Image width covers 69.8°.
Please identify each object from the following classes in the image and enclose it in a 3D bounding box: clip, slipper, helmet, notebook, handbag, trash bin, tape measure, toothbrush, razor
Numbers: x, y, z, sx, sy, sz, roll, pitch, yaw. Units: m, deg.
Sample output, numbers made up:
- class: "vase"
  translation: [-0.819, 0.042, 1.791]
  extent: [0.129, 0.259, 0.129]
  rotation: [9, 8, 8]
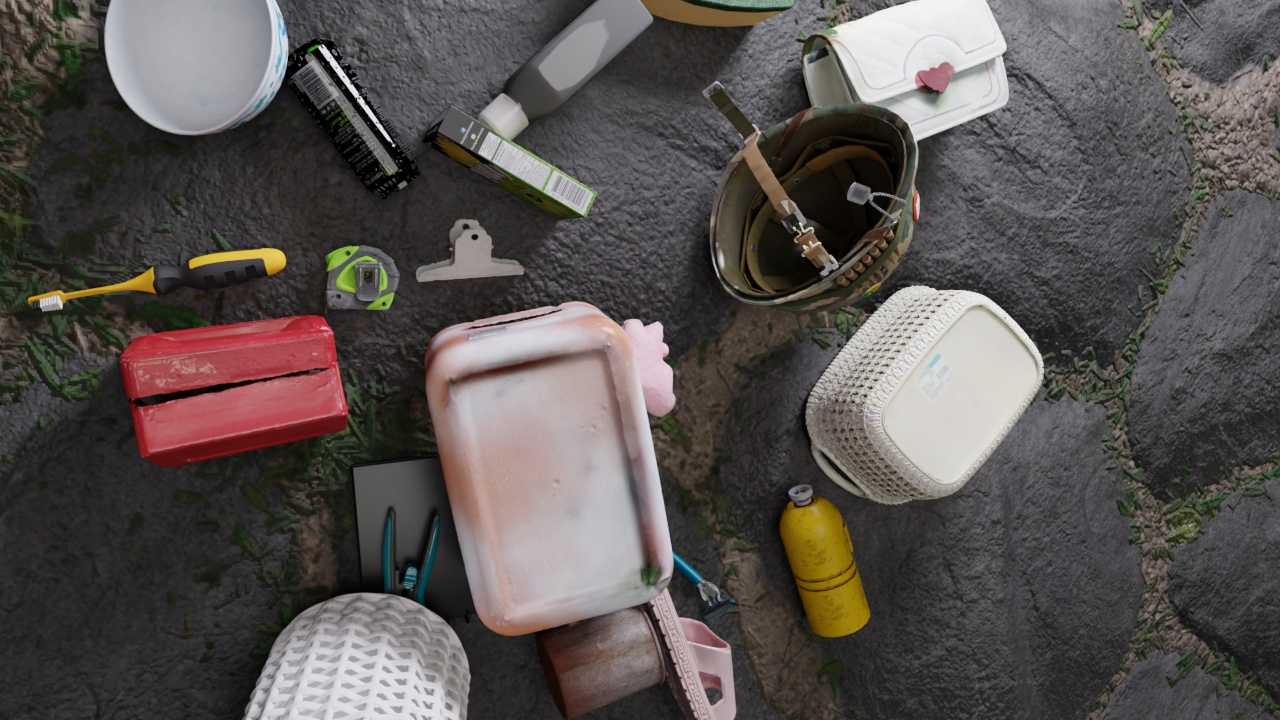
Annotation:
- class: "clip"
  translation: [-0.160, -0.104, 0.859]
  extent: [0.101, 0.040, 0.054]
  rotation: [-6, 119, -22]
- class: "slipper"
  translation: [0.054, 0.299, 0.954]
  extent: [0.064, 0.094, 0.239]
  rotation: [-24, 99, -14]
- class: "helmet"
  translation: [0.162, -0.148, 0.877]
  extent: [0.235, 0.192, 0.225]
  rotation: [9, 137, -39]
- class: "notebook"
  translation: [-0.155, 0.170, 0.893]
  extent: [0.231, 0.019, 0.169]
  rotation: [-5, 97, -22]
- class: "handbag"
  translation: [0.283, -0.304, 0.972]
  extent: [0.198, 0.096, 0.142]
  rotation: [-24, 104, -16]
- class: "trash bin"
  translation: [-0.081, 0.091, 0.807]
  extent: [0.181, 0.157, 0.260]
  rotation: [-12, 100, -10]
- class: "tape measure"
  translation: [-0.248, -0.073, 0.815]
  extent: [0.065, 0.036, 0.059]
  rotation: [-4, 97, -21]
- class: "toothbrush"
  translation: [-0.397, -0.067, 0.761]
  extent: [0.196, 0.031, 0.030]
  rotation: [-13, 56, -16]
- class: "razor"
  translation: [0.044, 0.221, 0.980]
  extent: [0.042, 0.022, 0.144]
  rotation: [-36, 108, 24]

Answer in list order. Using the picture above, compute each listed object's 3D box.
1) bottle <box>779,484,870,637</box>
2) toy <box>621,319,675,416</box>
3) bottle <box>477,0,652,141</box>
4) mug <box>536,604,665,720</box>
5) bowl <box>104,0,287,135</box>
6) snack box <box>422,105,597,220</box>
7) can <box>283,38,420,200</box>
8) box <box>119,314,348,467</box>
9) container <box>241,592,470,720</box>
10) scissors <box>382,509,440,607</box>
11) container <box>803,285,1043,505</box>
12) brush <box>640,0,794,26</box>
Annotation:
- class: "bottle"
  translation: [0.200, 0.215, 1.015]
  extent: [0.071, 0.071, 0.164]
  rotation: [-24, 105, -18]
- class: "toy"
  translation: [-0.005, 0.005, 0.913]
  extent: [0.099, 0.053, 0.096]
  rotation: [9, 101, -16]
- class: "bottle"
  translation: [-0.075, -0.266, 0.838]
  extent: [0.173, 0.084, 0.046]
  rotation: [-45, 110, -10]
- class: "mug"
  translation: [-0.045, 0.282, 0.914]
  extent: [0.110, 0.096, 0.123]
  rotation: [-17, 94, -24]
- class: "bowl"
  translation: [-0.334, -0.246, 0.727]
  extent: [0.144, 0.074, 0.144]
  rotation: [1, 94, 11]
- class: "snack box"
  translation: [-0.119, -0.175, 0.831]
  extent: [0.147, 0.080, 0.025]
  rotation: [28, 85, -23]
- class: "can"
  translation: [-0.248, -0.207, 0.789]
  extent: [0.054, 0.054, 0.138]
  rotation: [-39, 109, -14]
- class: "box"
  translation: [-0.324, 0.030, 0.747]
  extent: [0.157, 0.136, 0.117]
  rotation: [-9, 98, -20]
- class: "container"
  translation: [-0.238, 0.322, 0.761]
  extent: [0.189, 0.186, 0.189]
  rotation: [-2, 108, -8]
- class: "scissors"
  translation: [-0.215, 0.207, 0.849]
  extent: [0.150, 0.019, 0.130]
  rotation: [-38, 101, -8]
- class: "container"
  translation: [0.311, 0.036, 0.998]
  extent: [0.185, 0.143, 0.251]
  rotation: [44, 79, -7]
- class: "brush"
  translation: [0.058, -0.459, 0.872]
  extent: [0.194, 0.075, 0.250]
  rotation: [6, 94, -23]
